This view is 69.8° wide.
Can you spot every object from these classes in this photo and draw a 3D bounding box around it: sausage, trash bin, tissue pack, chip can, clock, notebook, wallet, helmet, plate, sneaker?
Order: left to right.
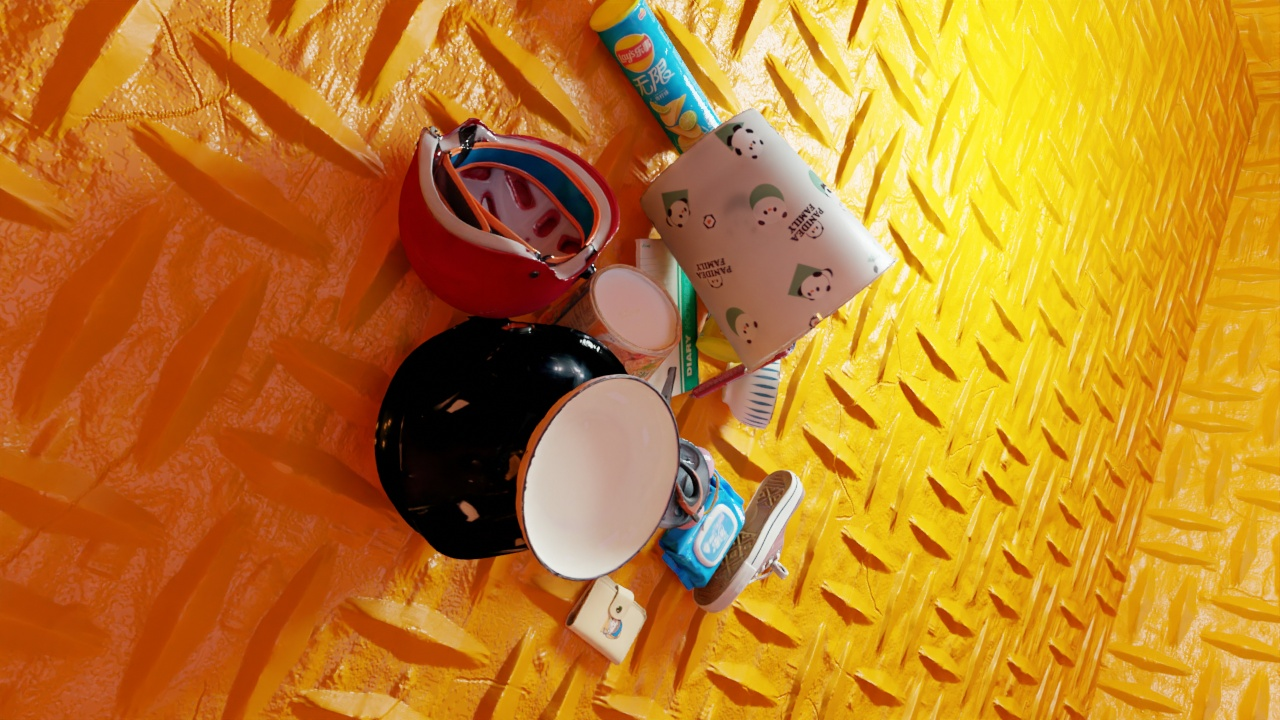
[{"bbox_3d":[-0.143,-0.133,0.942,0.207,0.144,0.239,47,35,11],"label":"helmet"},{"bbox_3d":[-0.134,0.081,0.932,0.274,0.230,0.233,-14,109,-1],"label":"helmet"},{"bbox_3d":[-0.042,0.104,0.842,0.192,0.039,0.192,-14,111,-42],"label":"plate"},{"bbox_3d":[-0.040,0.334,1.193,0.115,0.024,0.087,49,62,-34],"label":"wallet"},{"bbox_3d":[0.024,-0.349,1.132,0.210,0.071,0.071,49,63,-36],"label":"chip can"},{"bbox_3d":[0.036,-0.055,1.198,0.150,0.012,0.209,-14,105,-57],"label":"notebook"},{"bbox_3d":[0.043,0.162,1.206,0.158,0.060,0.117,17,81,-30],"label":"clock"},{"bbox_3d":[0.091,0.236,1.282,0.156,0.052,0.095,-55,128,-24],"label":"tissue pack"},{"bbox_3d":[0.135,0.015,1.235,0.156,0.020,0.020,-26,122,10],"label":"sausage"},{"bbox_3d":[0.142,-0.105,1.266,0.072,0.072,0.213,33,70,-41],"label":"chip can"},{"bbox_3d":[0.170,0.273,1.326,0.088,0.118,0.240,49,66,-25],"label":"sneaker"},{"bbox_3d":[0.145,-0.151,1.124,0.228,0.230,0.252,-37,89,-34],"label":"trash bin"}]

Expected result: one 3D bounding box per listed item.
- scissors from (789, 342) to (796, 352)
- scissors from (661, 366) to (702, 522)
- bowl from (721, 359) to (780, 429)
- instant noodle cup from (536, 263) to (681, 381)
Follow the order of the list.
[{"bbox_3d":[0.196,-0.080,1.340,0.143,0.012,0.170,-50,129,-27],"label":"scissors"},{"bbox_3d":[0.023,0.121,1.149,0.188,0.015,0.224,-46,111,-22],"label":"scissors"},{"bbox_3d":[0.152,0.035,1.290,0.066,0.116,0.116,10,88,-2],"label":"bowl"},{"bbox_3d":[-0.032,-0.032,1.047,0.151,0.112,0.151,21,49,-26],"label":"instant noodle cup"}]
